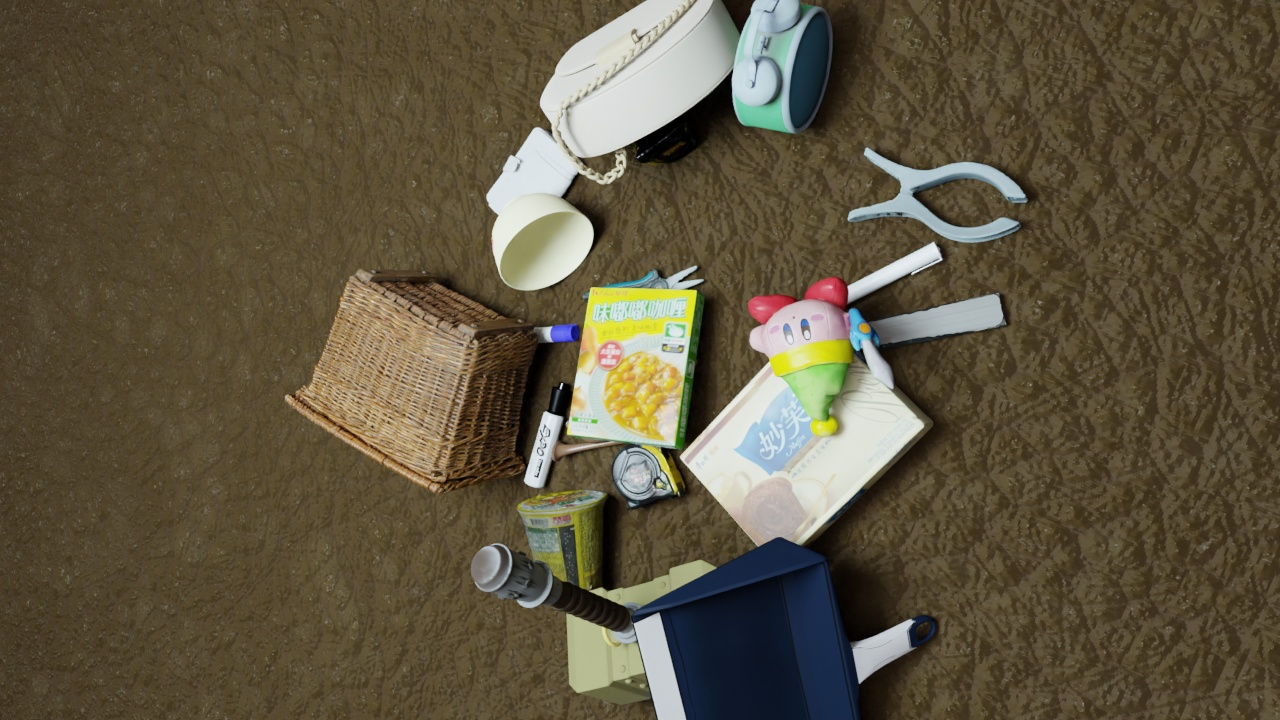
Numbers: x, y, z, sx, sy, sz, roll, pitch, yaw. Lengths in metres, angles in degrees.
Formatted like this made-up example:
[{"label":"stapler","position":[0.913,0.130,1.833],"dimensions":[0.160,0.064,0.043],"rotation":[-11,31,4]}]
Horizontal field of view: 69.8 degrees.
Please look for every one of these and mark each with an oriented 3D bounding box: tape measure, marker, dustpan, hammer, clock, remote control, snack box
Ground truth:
[{"label":"tape measure","position":[0.029,-0.243,0.999],"dimensions":[0.067,0.062,0.038],"rotation":[-29,76,23]},{"label":"marker","position":[-0.107,0.086,1.072],"dimensions":[0.025,0.025,0.126],"rotation":[19,96,25]},{"label":"dustpan","position":[0.150,0.292,0.853],"dimensions":[0.080,0.272,0.236],"rotation":[11,118,59]},{"label":"hammer","position":[-0.041,0.233,0.860],"dimensions":[0.191,0.324,0.100],"rotation":[-21,54,24]},{"label":"clock","position":[0.131,-0.293,0.896],"dimensions":[0.075,0.161,0.122],"rotation":[18,95,24]},{"label":"remote control","position":[0.282,-0.035,0.894],"dimensions":[0.137,0.013,0.033],"rotation":[-12,83,24]},{"label":"snack box","position":[0.162,0.082,0.924],"dimensions":[0.208,0.055,0.153],"rotation":[-48,69,16]},{"label":"snack box","position":[-0.006,0.006,0.989],"dimensions":[0.132,0.027,0.168],"rotation":[4,80,28]},{"label":"marker","position":[0.236,-0.078,0.915],"dimensions":[0.134,0.017,0.020],"rotation":[-28,78,22]},{"label":"tape measure","position":[0.006,0.124,1.007],"dimensions":[0.072,0.042,0.072],"rotation":[-23,82,24]},{"label":"marker","position":[-0.140,-0.030,1.098],"dimensions":[0.142,0.020,0.020],"rotation":[-2,87,26]}]

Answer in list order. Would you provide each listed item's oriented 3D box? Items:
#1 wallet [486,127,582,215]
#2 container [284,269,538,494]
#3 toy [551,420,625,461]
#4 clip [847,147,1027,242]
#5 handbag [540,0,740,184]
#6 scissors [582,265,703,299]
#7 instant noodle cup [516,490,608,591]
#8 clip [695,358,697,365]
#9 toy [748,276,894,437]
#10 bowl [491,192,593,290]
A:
[{"label":"wallet","position":[-0.128,-0.213,1.093],"dimensions":[0.086,0.032,0.116],"rotation":[39,104,20]},{"label":"container","position":[-0.249,0.010,1.060],"dimensions":[0.250,0.162,0.183],"rotation":[25,105,24]},{"label":"toy","position":[-0.054,0.079,1.039],"dimensions":[0.102,0.041,0.055],"rotation":[-11,105,17]},{"label":"clip","position":[0.290,-0.174,0.889],"dimensions":[0.163,0.028,0.108],"rotation":[12,91,25]},{"label":"handbag","position":[0.003,-0.299,0.958],"dimensions":[0.211,0.103,0.208],"rotation":[-23,34,23]},{"label":"scissors","position":[-0.004,-0.068,1.032],"dimensions":[0.122,0.019,0.149],"rotation":[38,99,26]},{"label":"instant noodle cup","position":[-0.081,0.206,1.022],"dimensions":[0.102,0.102,0.108],"rotation":[-5,94,26]},{"label":"clip","position":[0.036,0.008,1.003],"dimensions":[0.046,0.035,0.053],"rotation":[-39,70,27]},{"label":"toy","position":[0.170,-0.004,0.861],"dimensions":[0.124,0.097,0.131],"rotation":[-13,61,18]},{"label":"bowl","position":[-0.123,-0.148,1.047],"dimensions":[0.118,0.118,0.074],"rotation":[-45,59,17]}]
